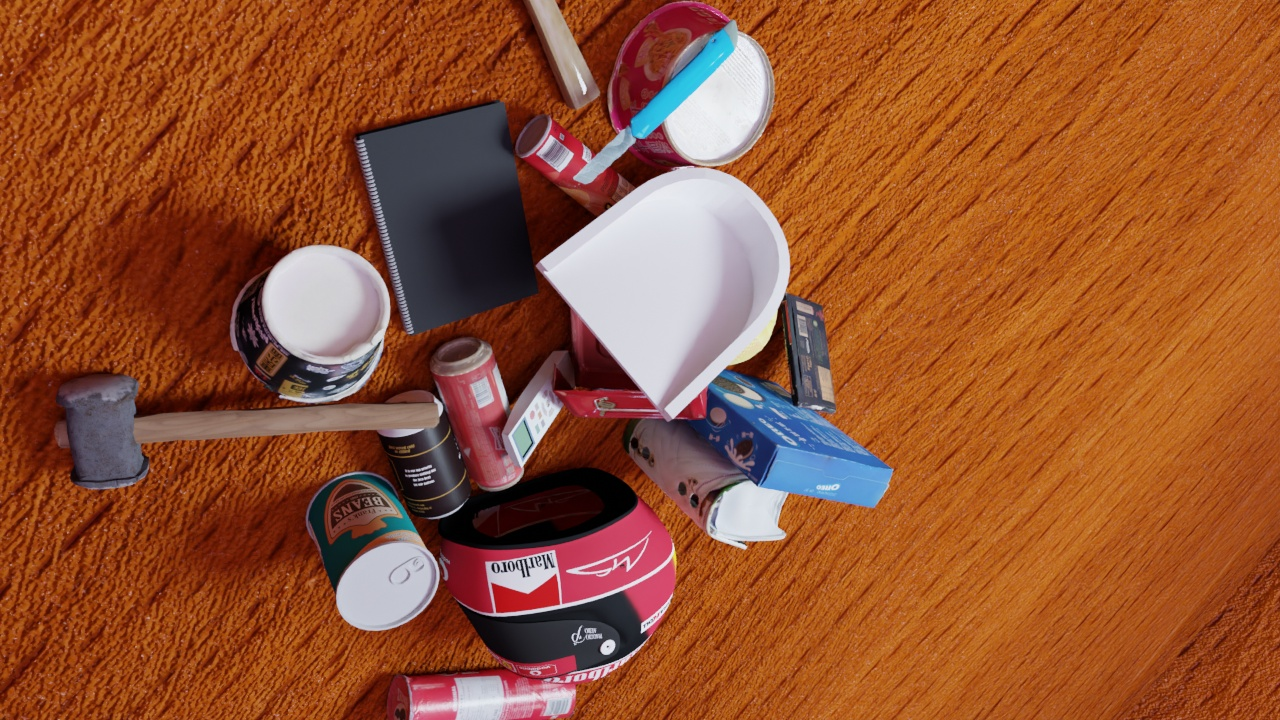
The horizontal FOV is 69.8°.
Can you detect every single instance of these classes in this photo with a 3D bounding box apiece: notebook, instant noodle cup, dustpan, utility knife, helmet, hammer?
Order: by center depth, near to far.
[{"bbox_3d":[-0.286,-0.038,0.811,0.137,0.112,0.137,6,77,-26],"label":"instant noodle cup"},{"bbox_3d":[-0.115,-0.376,0.829,0.117,0.051,0.323,-36,129,-12],"label":"hammer"},{"bbox_3d":[-0.355,0.057,0.854,0.328,0.052,0.098,-3,114,-19],"label":"hammer"},{"bbox_3d":[0.018,-0.248,0.893,0.224,0.015,0.031,-45,125,-8],"label":"utility knife"},{"bbox_3d":[-0.188,-0.140,0.917,0.148,0.016,0.207,-21,122,-23],"label":"notebook"},{"bbox_3d":[0.049,-0.091,0.922,0.191,0.053,0.256,50,49,-3],"label":"dustpan"},{"bbox_3d":[0.064,-0.280,0.963,0.178,0.078,0.179,-14,119,-26],"label":"instant noodle cup"},{"bbox_3d":[-0.089,0.258,1.054,0.270,0.198,0.225,-13,111,-26],"label":"helmet"}]

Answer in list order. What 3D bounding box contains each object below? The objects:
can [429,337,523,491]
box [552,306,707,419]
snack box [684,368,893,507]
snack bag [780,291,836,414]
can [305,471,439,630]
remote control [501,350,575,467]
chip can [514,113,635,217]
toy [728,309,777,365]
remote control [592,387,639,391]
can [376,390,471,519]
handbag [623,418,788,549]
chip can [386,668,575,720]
[{"bbox_3d":[-0.173,0.059,0.989,0.067,0.067,0.170,-24,123,-20],"label":"can"},{"bbox_3d":[-0.002,-0.015,1.003,0.157,0.155,0.147,1,159,6],"label":"box"},{"bbox_3d":[0.152,0.081,1.091,0.195,0.239,0.056,15,107,-36],"label":"snack box"},{"bbox_3d":[0.214,-0.009,1.168,0.074,0.018,0.155,14,64,-37],"label":"snack bag"},{"bbox_3d":[-0.277,0.191,0.941,0.099,0.144,0.099,-14,119,-26],"label":"can"},{"bbox_3d":[-0.113,0.048,1.007,0.143,0.024,0.050,-59,146,-40],"label":"remote control"},{"bbox_3d":[-0.037,-0.176,0.969,0.214,0.052,0.052,33,93,-38],"label":"chip can"},{"bbox_3d":[0.111,-0.061,1.111,0.154,0.065,0.170,-45,136,-20],"label":"toy"},{"bbox_3d":[-0.003,-0.010,1.091,0.074,0.019,0.151,14,105,-36],"label":"remote control"},{"bbox_3d":[-0.229,0.101,0.973,0.071,0.072,0.129,-25,123,-20],"label":"can"},{"bbox_3d":[0.082,0.137,1.103,0.141,0.198,0.096,7,110,-33],"label":"handbag"},{"bbox_3d":[-0.194,0.424,1.154,0.232,0.073,0.073,8,108,-35],"label":"chip can"}]
